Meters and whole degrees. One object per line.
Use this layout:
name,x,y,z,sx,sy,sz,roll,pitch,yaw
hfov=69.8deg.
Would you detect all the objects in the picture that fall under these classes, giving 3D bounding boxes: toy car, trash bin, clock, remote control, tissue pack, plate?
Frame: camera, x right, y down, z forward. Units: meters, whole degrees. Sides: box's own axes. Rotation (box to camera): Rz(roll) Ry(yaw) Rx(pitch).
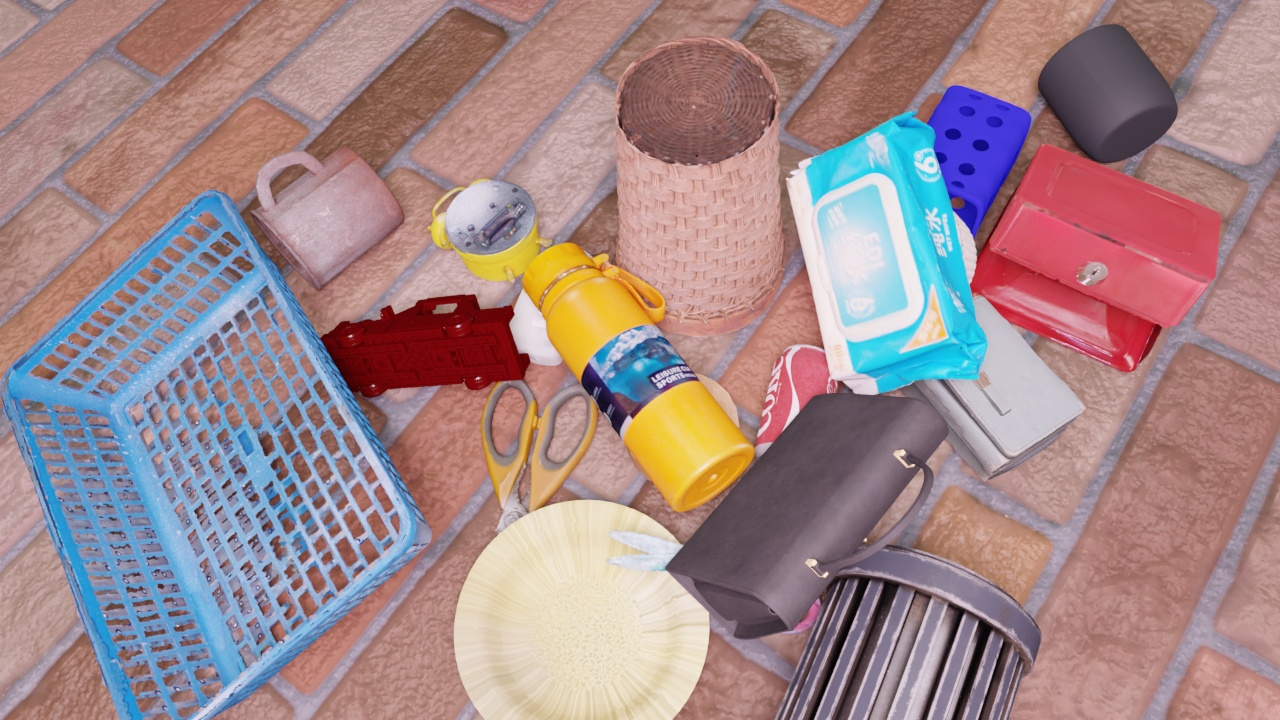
toy car,-0.177,-0.014,0.774,0.170,0.070,0.061,-4,31,18
trash bin,0.148,0.245,0.573,0.164,0.164,0.226,23,64,16
clock,-0.142,-0.124,0.841,0.119,0.057,0.083,36,72,20
remote control,-0.077,-0.051,0.814,0.060,0.028,0.114,13,65,12
trash bin,0.047,-0.132,0.741,0.151,0.210,0.151,-2,64,5
tissue pack,0.188,-0.075,0.709,0.066,0.117,0.209,-3,77,-43
plate,-0.042,0.198,0.680,0.184,0.036,0.184,-2,63,3

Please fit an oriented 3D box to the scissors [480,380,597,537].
scissors,-0.108,0.114,0.743,0.114,0.016,0.228,12,67,12

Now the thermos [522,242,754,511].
thermos,-0.004,0.004,0.725,0.091,0.076,0.232,-12,54,-43

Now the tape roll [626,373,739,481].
tape roll,0.033,0.057,0.749,0.094,0.027,0.093,-2,63,4

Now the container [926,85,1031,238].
container,0.277,-0.167,0.807,0.084,0.085,0.113,28,68,17

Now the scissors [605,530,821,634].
scissors,0.055,0.137,0.681,0.178,0.016,0.101,18,62,-10

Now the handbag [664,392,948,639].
handbag,0.124,0.095,0.584,0.072,0.196,0.175,45,73,-3

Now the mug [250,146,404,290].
mug,-0.289,-0.141,0.829,0.096,0.123,0.110,29,66,33

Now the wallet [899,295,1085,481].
wallet,0.275,0.020,0.735,0.100,0.054,0.131,-33,70,-10

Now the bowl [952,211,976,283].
bowl,0.225,-0.084,0.761,0.062,0.116,0.115,0,52,-44

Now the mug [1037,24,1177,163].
mug,0.438,-0.238,0.836,0.121,0.085,0.094,-3,59,-29

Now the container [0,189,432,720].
container,-0.325,0.075,0.713,0.257,0.089,0.362,-40,65,5

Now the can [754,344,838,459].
can,0.126,0.040,0.735,0.054,0.054,0.096,12,65,11

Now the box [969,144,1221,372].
box,0.369,-0.097,0.743,0.157,0.127,0.136,26,64,17
